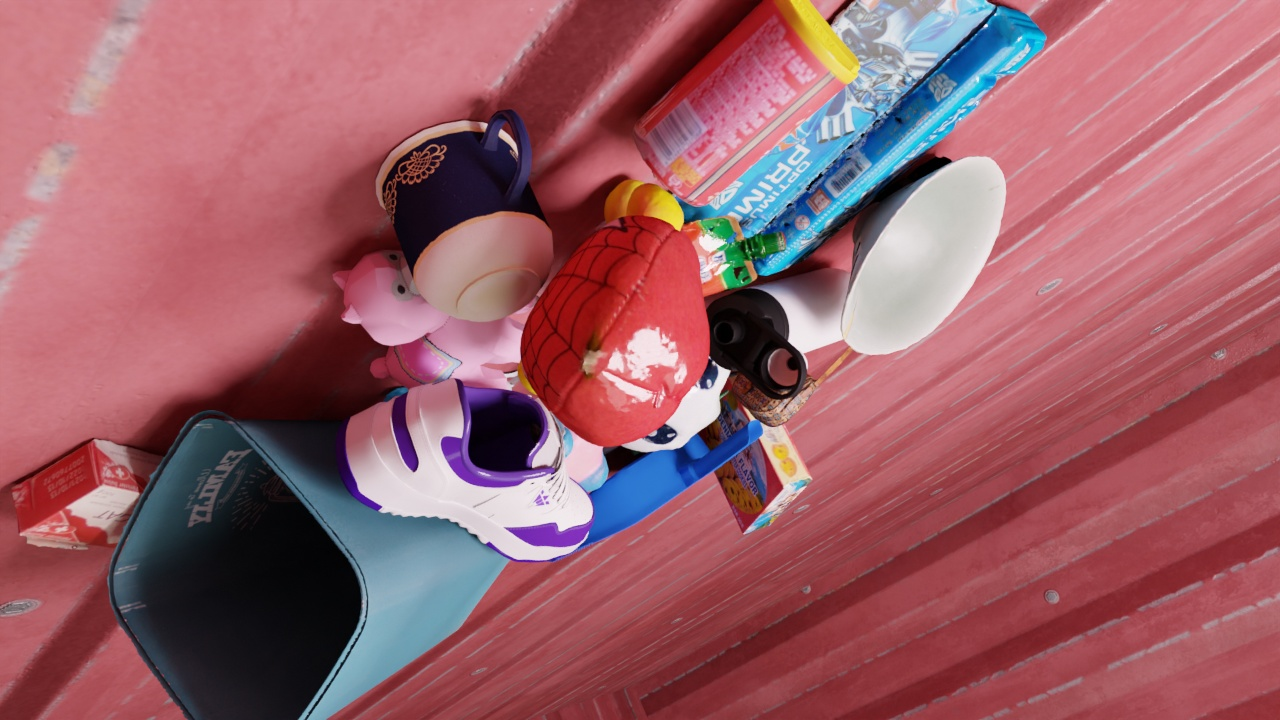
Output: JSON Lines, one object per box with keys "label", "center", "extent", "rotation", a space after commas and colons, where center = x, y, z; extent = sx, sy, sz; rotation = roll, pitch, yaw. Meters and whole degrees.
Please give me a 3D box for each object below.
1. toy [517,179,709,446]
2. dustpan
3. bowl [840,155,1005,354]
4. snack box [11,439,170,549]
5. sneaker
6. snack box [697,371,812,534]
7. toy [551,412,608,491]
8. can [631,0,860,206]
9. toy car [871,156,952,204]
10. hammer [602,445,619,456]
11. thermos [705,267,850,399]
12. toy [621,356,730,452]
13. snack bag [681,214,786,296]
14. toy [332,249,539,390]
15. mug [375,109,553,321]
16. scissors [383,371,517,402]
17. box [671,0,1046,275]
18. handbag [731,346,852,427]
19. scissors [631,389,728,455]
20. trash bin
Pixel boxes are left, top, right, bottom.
{"label": "toy", "center": [-0.012, -0.030, 0.546], "extent": [0.099, 0.216, 0.148], "rotation": [21, 108, -7]}
{"label": "dustpan", "center": [0.029, 0.120, 1.000], "extent": [0.244, 0.059, 0.258], "rotation": [-24, 165, -50]}
{"label": "bowl", "center": [0.205, -0.093, 0.728], "extent": [0.174, 0.068, 0.174], "rotation": [-24, 137, -25]}
{"label": "snack box", "center": [-0.354, 0.127, 0.739], "extent": [0.077, 0.044, 0.273], "rotation": [-28, 157, 7]}
{"label": "sneaker", "center": [-0.090, 0.073, 0.660], "extent": [0.111, 0.091, 0.244], "rotation": [-29, 147, 21]}
{"label": "snack box", "center": [0.124, 0.105, 1.041], "extent": [0.040, 0.142, 0.145], "rotation": [-14, 154, -21]}
{"label": "toy", "center": [-0.096, 0.090, 0.856], "extent": [0.191, 0.099, 0.225], "rotation": [-15, 155, -37]}
{"label": "can", "center": [0.059, -0.151, 0.535], "extent": [0.125, 0.066, 0.066], "rotation": [-38, 154, 27]}
{"label": "toy car", "center": [0.225, -0.133, 0.770], "extent": [0.036, 0.042, 0.092], "rotation": [11, 139, -37]}
{"label": "hammer", "center": [0.024, 0.037, 0.939], "extent": [0.313, 0.035, 0.139], "rotation": [-39, 153, 31]}
{"label": "thermos", "center": [0.137, -0.027, 0.770], "extent": [0.229, 0.101, 0.069], "rotation": [-17, 141, -56]}
{"label": "toy", "center": [-0.005, 0.005, 0.773], "extent": [0.179, 0.101, 0.139], "rotation": [21, 110, -37]}
{"label": "snack bag", "center": [0.031, -0.065, 0.673], "extent": [0.155, 0.044, 0.087], "rotation": [-16, 145, 12]}
{"label": "toy", "center": [-0.138, -0.021, 0.617], "extent": [0.157, 0.067, 0.124], "rotation": [8, 142, -45]}
{"label": "mug", "center": [-0.087, -0.079, 0.512], "extent": [0.085, 0.089, 0.112], "rotation": [-2, 147, -43]}
{"label": "scissors", "center": [-0.140, 0.013, 0.752], "extent": [0.134, 0.016, 0.084], "rotation": [-7, 149, -39]}
{"label": "box", "center": [0.151, -0.151, 0.638], "extent": [0.175, 0.060, 0.244], "rotation": [1, 145, -46]}
{"label": "handbag", "center": [0.181, -0.014, 0.947], "extent": [0.195, 0.093, 0.043], "rotation": [-39, 115, -2]}
{"label": "scissors", "center": [0.047, 0.064, 0.983], "extent": [0.131, 0.012, 0.108], "rotation": [-34, -177, -5]}
{"label": "trash bin", "center": [-0.227, 0.149, 0.697], "extent": [0.197, 0.199, 0.218], "rotation": [-53, 161, 17]}
